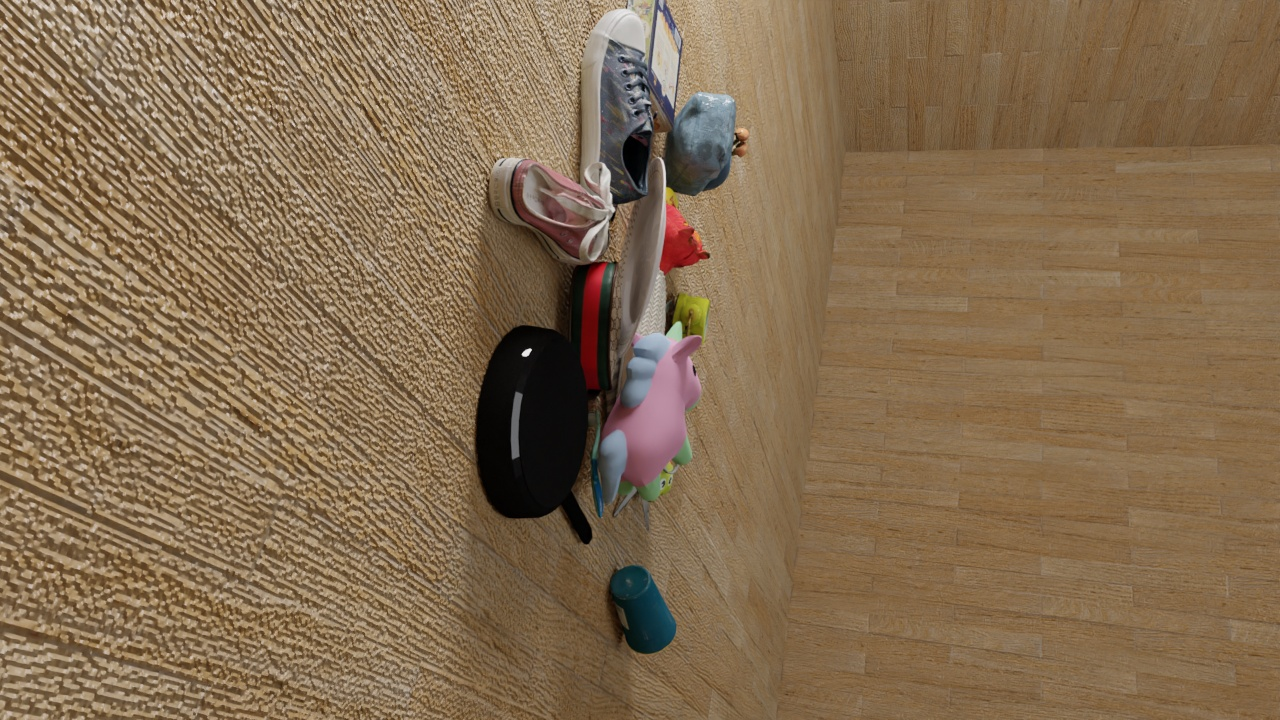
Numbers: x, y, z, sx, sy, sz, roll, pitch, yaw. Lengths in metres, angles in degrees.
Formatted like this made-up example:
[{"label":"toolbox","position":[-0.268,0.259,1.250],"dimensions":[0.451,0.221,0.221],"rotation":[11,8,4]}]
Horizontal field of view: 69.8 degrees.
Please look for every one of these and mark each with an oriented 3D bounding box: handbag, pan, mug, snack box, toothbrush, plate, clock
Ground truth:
[{"label":"handbag","position":[-0.050,-0.036,1.103],"dimensions":[0.138,0.063,0.166],"rotation":[-32,125,-79]},{"label":"pan","position":[-0.091,0.113,1.022],"dimensions":[0.356,0.044,0.203],"rotation":[70,29,-48]},{"label":"handbag","position":[0.097,-0.316,1.350],"dimensions":[0.192,0.118,0.121],"rotation":[154,-58,-77]},{"label":"mug","position":[0.000,0.349,1.300],"dimensions":[0.078,0.078,0.121],"rotation":[-68,149,-44]},{"label":"snack box","position":[0.016,-0.410,1.253],"dimensions":[0.144,0.043,0.145],"rotation":[38,57,-69]},{"label":"toothbrush","position":[-0.056,0.126,1.130],"dimensions":[0.022,0.017,0.135],"rotation":[119,-30,-70]},{"label":"plate","position":[0.002,-0.121,1.102],"dimensions":[0.242,0.016,0.242],"rotation":[-171,-89,-79]},{"label":"clock","position":[0.076,-0.060,1.462],"dimensions":[0.118,0.057,0.083],"rotation":[-65,163,-66]}]

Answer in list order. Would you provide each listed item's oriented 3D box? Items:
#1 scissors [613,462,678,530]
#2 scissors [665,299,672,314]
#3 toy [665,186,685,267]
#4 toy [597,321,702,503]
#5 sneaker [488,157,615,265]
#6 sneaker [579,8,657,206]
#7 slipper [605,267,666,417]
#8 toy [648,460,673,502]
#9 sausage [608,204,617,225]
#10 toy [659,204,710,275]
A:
[{"label":"scissors","position":[0.001,0.155,1.305],"dimensions":[0.141,0.014,0.175],"rotation":[-24,104,-41]},{"label":"scissors","position":[0.028,-0.041,1.408],"dimensions":[0.170,0.014,0.169],"rotation":[-62,149,-60]},{"label":"toy","position":[0.039,-0.186,1.342],"dimensions":[0.137,0.067,0.105],"rotation":[60,44,-46]},{"label":"toy","position":[0.006,0.065,1.124],"dimensions":[0.221,0.120,0.171],"rotation":[-45,130,-41]},{"label":"sneaker","position":[-0.069,-0.156,0.966],"dimensions":[0.240,0.088,0.118],"rotation":[15,79,-71]},{"label":"sneaker","position":[-0.018,-0.298,1.082],"dimensions":[0.087,0.079,0.235],"rotation":[3,94,-54]},{"label":"slipper","position":[-0.007,0.007,1.236],"dimensions":[0.114,0.054,0.273],"rotation":[-17,114,-66]},{"label":"toy","position":[0.021,0.148,1.368],"dimensions":[0.092,0.043,0.118],"rotation":[-15,105,-64]},{"label":"sausage","position":[-0.030,-0.237,1.180],"dimensions":[0.020,0.020,0.155],"rotation":[59,39,-60]},{"label":"toy","position":[0.030,-0.139,1.255],"dimensions":[0.088,0.094,0.133],"rotation":[31,99,-41]}]
